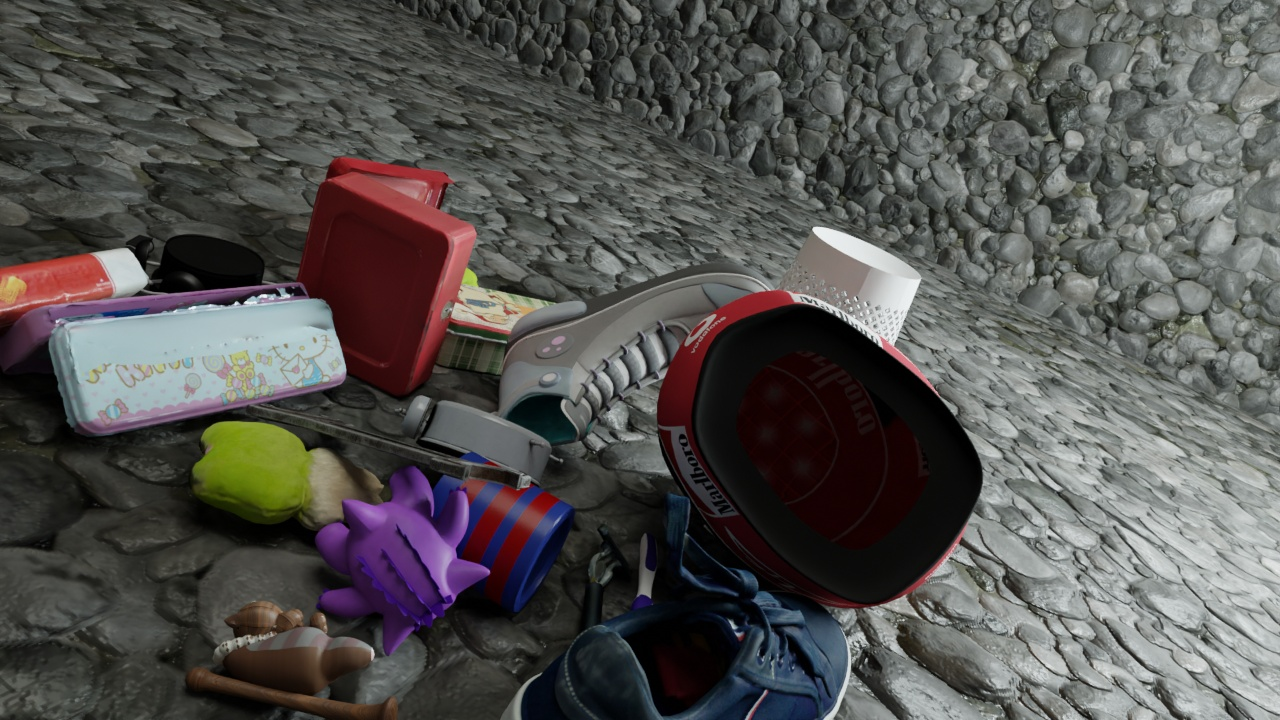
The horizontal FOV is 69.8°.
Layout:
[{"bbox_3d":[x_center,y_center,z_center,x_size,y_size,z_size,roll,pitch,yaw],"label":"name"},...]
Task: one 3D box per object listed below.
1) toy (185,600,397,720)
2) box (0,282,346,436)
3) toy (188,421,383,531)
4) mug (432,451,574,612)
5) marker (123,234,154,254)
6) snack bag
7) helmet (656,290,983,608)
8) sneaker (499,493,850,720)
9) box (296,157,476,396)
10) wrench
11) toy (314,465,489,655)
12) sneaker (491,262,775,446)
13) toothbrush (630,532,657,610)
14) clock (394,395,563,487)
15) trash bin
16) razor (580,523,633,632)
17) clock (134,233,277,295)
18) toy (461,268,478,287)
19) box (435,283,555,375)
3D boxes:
[{"bbox_3d":[-0.167,0.152,0.455,0.102,0.042,0.054,14,44,-2],"label":"toy"},{"bbox_3d":[-0.318,0.003,0.655,0.213,0.090,0.093,-16,81,-59],"label":"box"},{"bbox_3d":[-0.220,0.075,0.581,0.117,0.043,0.092,19,15,-24],"label":"toy"},{"bbox_3d":[-0.090,0.111,0.602,0.076,0.075,0.112,27,-3,10],"label":"mug"},{"bbox_3d":[-0.440,-0.076,0.752,0.016,0.016,0.140,20,21,-9],"label":"marker"},{"bbox_3d":[-0.424,-0.029,0.576,0.041,0.078,0.224,66,21,-5],"label":"snack bag"},{"bbox_3d":[0.123,0.065,0.709,0.271,0.197,0.225,43,-4,-11],"label":"helmet"},{"bbox_3d":[0.056,0.157,0.527,0.294,0.127,0.120,6,35,-53],"label":"sneaker"},{"bbox_3d":[-0.213,-0.070,0.781,0.151,0.157,0.165,-1,33,-41],"label":"box"},{"bbox_3d":[-0.166,0.051,0.575,0.274,0.010,0.070,7,-7,45],"label":"wrench"},{"bbox_3d":[-0.137,0.112,0.520,0.088,0.106,0.056,50,-7,10],"label":"toy"},{"bbox_3d":[-0.004,0.004,0.776,0.257,0.093,0.160,-14,27,12],"label":"sneaker"},{"bbox_3d":[0.001,0.169,0.620,0.016,0.015,0.186,27,20,-5],"label":"toothbrush"},{"bbox_3d":[-0.123,0.058,0.670,0.123,0.035,0.094,18,-14,13],"label":"clock"},{"bbox_3d":[0.218,-0.036,1.070,0.195,0.200,0.195,20,22,-8],"label":"trash bin"},{"bbox_3d":[-0.029,0.164,0.597,0.043,0.022,0.144,59,17,-19],"label":"razor"},{"bbox_3d":[-0.371,-0.070,0.770,0.091,0.043,0.120,34,24,26],"label":"clock"},{"bbox_3d":[-0.203,-0.090,0.968,0.093,0.036,0.094,15,47,-64],"label":"toy"},{"bbox_3d":[-0.116,-0.026,0.922,0.205,0.050,0.117,12,25,-28],"label":"box"}]
